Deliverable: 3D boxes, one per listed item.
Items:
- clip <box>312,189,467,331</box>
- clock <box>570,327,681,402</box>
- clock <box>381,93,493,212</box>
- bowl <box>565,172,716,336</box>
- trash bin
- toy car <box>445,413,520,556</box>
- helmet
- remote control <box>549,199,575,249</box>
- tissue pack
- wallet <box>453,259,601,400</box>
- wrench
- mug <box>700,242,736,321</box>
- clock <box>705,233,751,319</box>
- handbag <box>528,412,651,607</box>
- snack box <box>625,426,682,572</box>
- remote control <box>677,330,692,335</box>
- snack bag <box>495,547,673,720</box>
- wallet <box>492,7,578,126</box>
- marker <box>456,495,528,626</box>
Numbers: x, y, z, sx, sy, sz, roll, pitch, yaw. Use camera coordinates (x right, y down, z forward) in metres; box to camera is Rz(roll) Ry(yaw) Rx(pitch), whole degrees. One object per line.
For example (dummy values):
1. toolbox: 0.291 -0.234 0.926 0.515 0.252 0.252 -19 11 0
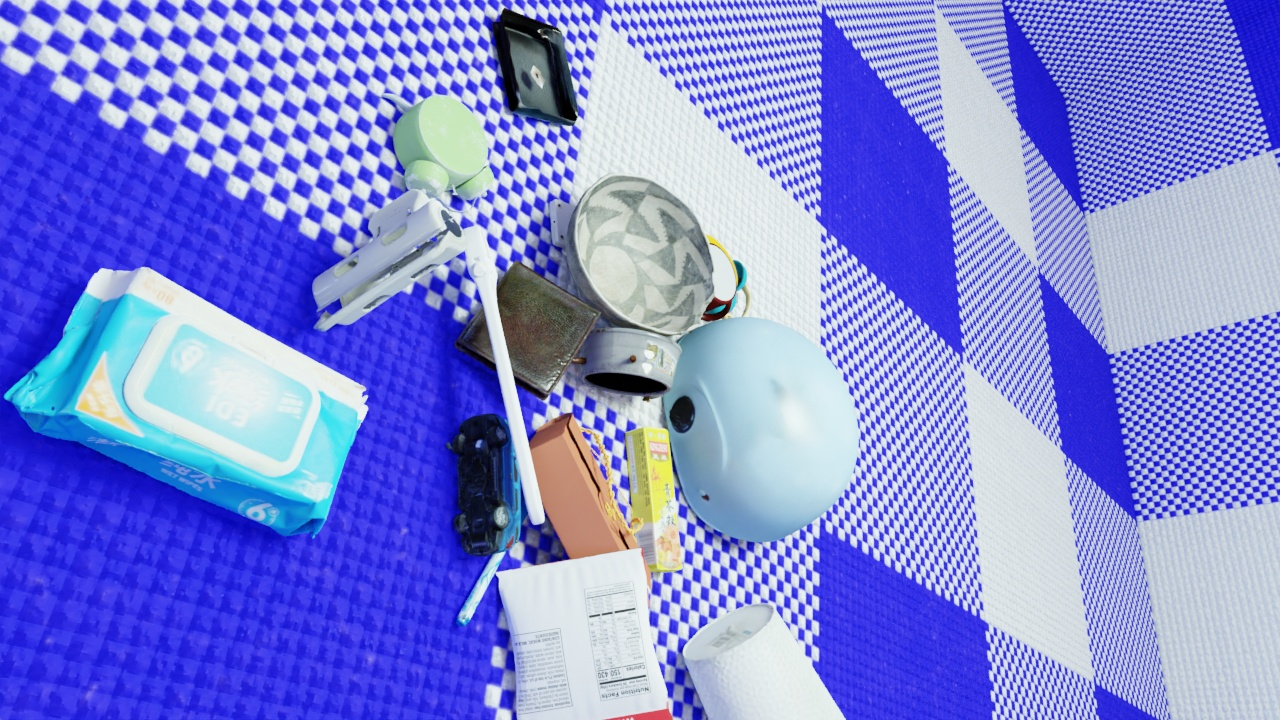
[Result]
1. clip: -0.195 -0.084 0.733 0.075 0.125 0.144 57 16 -23
2. clock: -0.006 0.005 0.934 0.147 0.104 0.056 34 59 -56
3. clock: -0.182 -0.193 0.846 0.094 0.043 0.119 -13 86 -50
4. bowl: -0.012 -0.100 0.959 0.178 0.081 0.178 16 63 -34
5. trash bin: 0.125 0.343 0.925 0.133 0.134 0.161 -30 93 -51
6. toy car: -0.129 0.105 0.779 0.043 0.056 0.120 12 68 -54
7. helmet: 0.147 0.061 1.039 0.225 0.167 0.265 -3 67 -41
8. remote control: -0.047 -0.135 1.008 0.135 0.011 0.050 13 65 -47
9. tissue pack: -0.288 0.029 0.612 0.209 0.066 0.116 35 50 -34
10. wallet: -0.103 -0.029 0.855 0.099 0.031 0.119 31 50 -3
11. wrench: -0.116 0.006 0.777 0.066 0.018 0.273 83 -8 -70
12. mug: 0.067 -0.079 1.062 0.105 0.083 0.073 37 49 -35
13. clock: 0.091 -0.104 1.134 0.129 0.044 0.098 46 39 -15
14. handbag: -0.039 0.137 0.846 0.108 0.060 0.172 -74 139 -80
15. snack box: 0.013 0.144 0.948 0.040 0.029 0.147 13 65 -47
16. remote control: 0.005 -0.030 1.010 0.139 0.030 0.009 -7 99 -51
17. snack bag: -0.049 0.240 0.772 0.039 0.131 0.144 85 -5 -77
18. wallet: -0.114 -0.312 0.989 0.089 0.026 0.115 0 75 -50
19. marker: -0.122 0.168 0.790 0.013 0.013 0.141 50 43 -24
